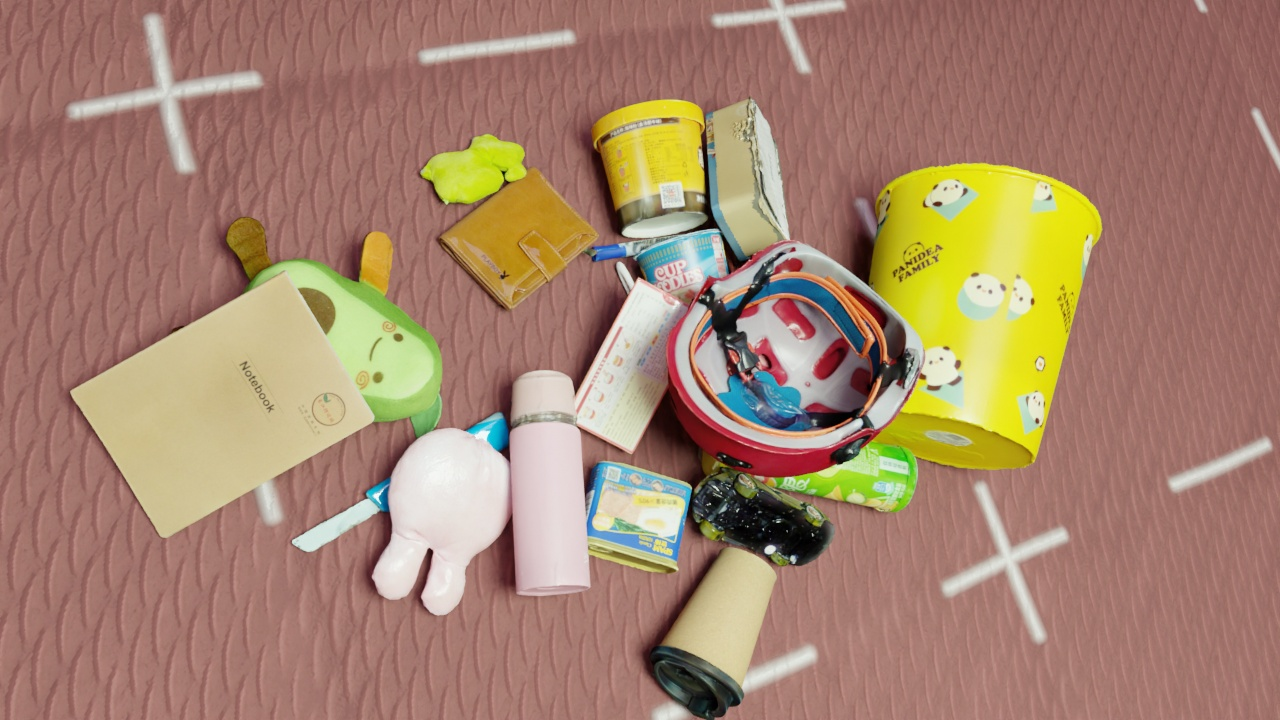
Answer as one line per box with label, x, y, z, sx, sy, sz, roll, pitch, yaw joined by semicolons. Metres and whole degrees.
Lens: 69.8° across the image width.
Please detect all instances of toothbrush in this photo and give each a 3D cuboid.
toothbrush;0.018;-0.024;0.958;0.016;0.016;0.180;-23;82;-30

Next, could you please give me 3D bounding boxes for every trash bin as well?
trash bin;0.334;-0.035;0.955;0.229;0.230;0.255;20;75;-11

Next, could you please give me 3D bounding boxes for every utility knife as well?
utility knife;-0.215;0.113;0.843;0.217;0.018;0.034;-30;98;-22

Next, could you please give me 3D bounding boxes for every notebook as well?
notebook;-0.351;0.038;0.774;0.207;0.008;0.148;-29;96;0

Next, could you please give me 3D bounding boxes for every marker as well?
marker;0.018;-0.124;0.986;0.145;0.017;0.017;-10;78;-20

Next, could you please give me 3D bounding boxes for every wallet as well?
wallet;-0.118;-0.120;0.937;0.119;0.035;0.130;44;67;6

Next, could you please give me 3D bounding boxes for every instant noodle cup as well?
instant noodle cup;0.055;-0.068;0.944;0.099;0.099;0.110;-16;86;-21
instant noodle cup;0.016;-0.195;0.957;0.118;0.119;0.114;-7;84;-19

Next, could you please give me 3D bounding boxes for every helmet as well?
helmet;0.125;0.022;0.839;0.239;0.144;0.207;-33;63;-27

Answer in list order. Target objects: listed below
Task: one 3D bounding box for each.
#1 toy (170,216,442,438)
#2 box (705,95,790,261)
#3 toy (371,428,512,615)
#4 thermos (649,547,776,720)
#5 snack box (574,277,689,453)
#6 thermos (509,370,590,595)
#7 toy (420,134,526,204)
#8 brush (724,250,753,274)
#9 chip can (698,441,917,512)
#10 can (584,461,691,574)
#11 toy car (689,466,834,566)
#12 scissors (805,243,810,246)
toy;-0.286;-0.020;0.823;0.246;0.090;0.226;24;78;-5
box;0.112;-0.189;0.963;0.090;0.061;0.183;52;31;-42
toy;-0.176;0.142;0.820;0.121;0.054;0.159;32;73;-30
thermos;0.072;0.252;0.859;0.093;0.093;0.143;35;59;-5
snack box;-0.005;0.005;0.896;0.077;0.027;0.156;28;96;-3
thermos;-0.085;0.112;0.838;0.067;0.087;0.198;-5;68;-3
toy;-0.168;-0.195;0.938;0.097;0.031;0.099;21;59;9
brush;0.127;-0.060;0.977;0.069;0.063;0.145;-11;77;-9
chip can;0.174;0.103;0.937;0.221;0.073;0.072;13;71;-13
can;-0.007;0.150;0.877;0.102;0.057;0.083;18;68;-11
toy car;0.121;0.156;0.903;0.158;0.042;0.070;28;112;-22
scissors;0.192;-0.039;0.980;0.143;0.019;0.180;-16;90;-65
